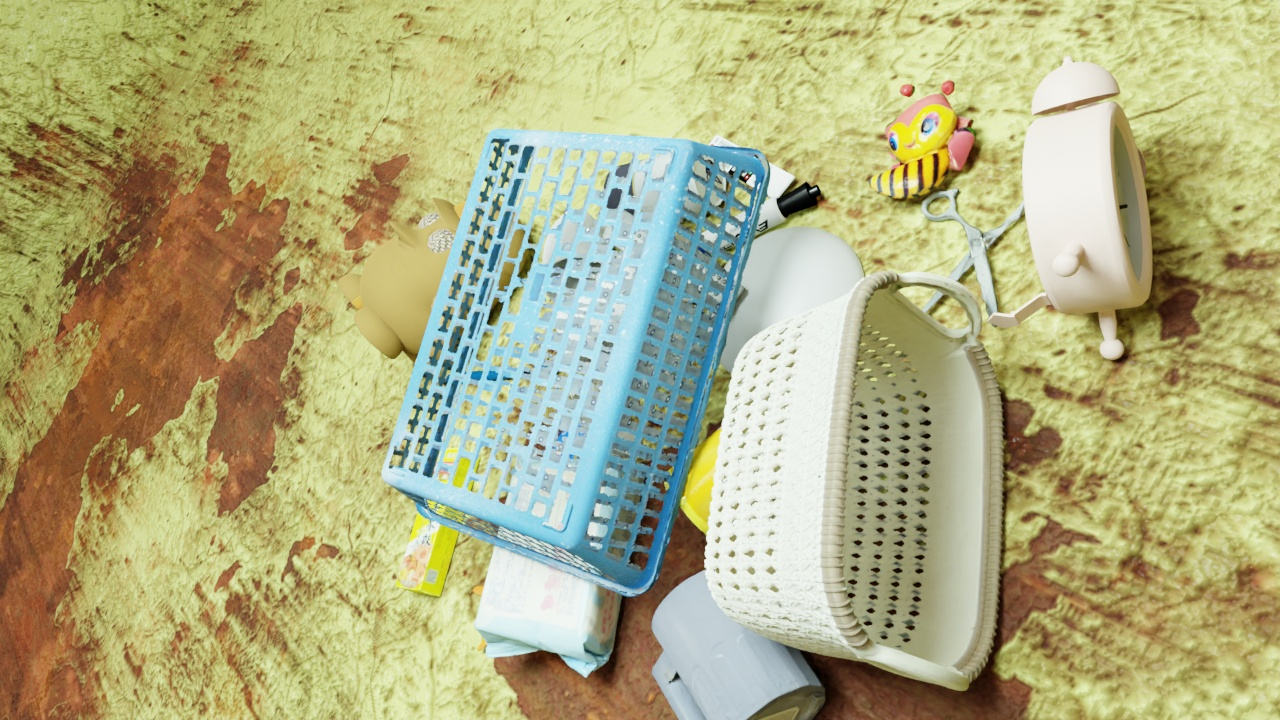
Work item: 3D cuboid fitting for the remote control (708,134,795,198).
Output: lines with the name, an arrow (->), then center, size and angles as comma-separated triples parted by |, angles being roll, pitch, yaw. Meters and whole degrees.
remote control -> 0.103, -0.186, 0.887 | 0.028, 0.011, 0.124 | -51, 45, 4

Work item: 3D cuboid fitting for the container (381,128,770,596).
container -> -0.067, -0.023, 0.735 | 0.257, 0.089, 0.362 | 12, 83, 33

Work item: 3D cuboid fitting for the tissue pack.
tissue pack -> -0.066, 0.169, 0.779 | 0.112, 0.070, 0.181 | 1, 67, 26

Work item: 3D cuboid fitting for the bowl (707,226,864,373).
bowl -> 0.112, -0.056, 0.782 | 0.150, 0.043, 0.149 | -20, 55, 31

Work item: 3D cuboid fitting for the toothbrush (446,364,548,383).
toothbrush -> -0.153, 0.015, 0.986 | 0.168, 0.014, 0.014 | -5, 52, 38

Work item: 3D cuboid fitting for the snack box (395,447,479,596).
snack box -> -0.205, 0.163, 0.935 | 0.040, 0.029, 0.147 | -4, 64, 38

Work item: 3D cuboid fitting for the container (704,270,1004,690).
container -> 0.142, 0.077, 0.593 | 0.143, 0.184, 0.245 | -15, 55, 46

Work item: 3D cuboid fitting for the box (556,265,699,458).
box -> -0.013, 0.013, 0.803 | 0.126, 0.108, 0.136 | -35, 47, 19

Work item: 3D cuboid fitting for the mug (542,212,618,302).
mug -> -0.047, -0.112, 0.942 | 0.107, 0.071, 0.089 | -9, 47, 5

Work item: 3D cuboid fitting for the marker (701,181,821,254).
marker -> 0.107, -0.129, 0.842 | 0.126, 0.025, 0.025 | -24, 53, 28

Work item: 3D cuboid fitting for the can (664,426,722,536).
can -> 0.077, 0.083, 0.715 | 0.105, 0.067, 0.067 | -42, 46, 13

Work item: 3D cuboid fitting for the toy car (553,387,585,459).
toy car -> -0.078, 0.075, 0.854 | 0.033, 0.062, 0.092 | 14, 76, 44

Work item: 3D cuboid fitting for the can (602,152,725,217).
can -> 0.027, -0.171, 0.905 | 0.128, 0.064, 0.064 | -5, 63, 38

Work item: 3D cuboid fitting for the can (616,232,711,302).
can -> 0.024, -0.091, 0.846 | 0.086, 0.086, 0.043 | 22, 83, 45

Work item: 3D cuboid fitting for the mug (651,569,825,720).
mug -> 0.060, 0.225, 0.650 | 0.104, 0.083, 0.124 | 53, 127, 42

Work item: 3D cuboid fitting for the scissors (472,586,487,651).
scissors -> -0.107, 0.219, 0.833 | 0.125, 0.011, 0.127 | -54, 44, 1

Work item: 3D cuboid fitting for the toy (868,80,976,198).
toy -> 0.230, -0.177, 0.753 | 0.084, 0.046, 0.103 | 16, 81, 38

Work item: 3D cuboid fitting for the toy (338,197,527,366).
toy -> -0.219, -0.101, 1.017 | 0.203, 0.162, 0.198 | -39, 49, 2

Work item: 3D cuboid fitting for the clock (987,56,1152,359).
clock -> 0.283, -0.098, 0.600 | 0.086, 0.131, 0.160 | 1, 67, 40

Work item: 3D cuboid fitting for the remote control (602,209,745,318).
remote control -> 0.026, -0.085, 0.790 | 0.136, 0.013, 0.033 | 35, 91, 20

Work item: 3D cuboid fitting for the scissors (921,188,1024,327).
scissors -> 0.269, -0.096, 0.695 | 0.174, 0.014, 0.141 | -37, 45, 16
